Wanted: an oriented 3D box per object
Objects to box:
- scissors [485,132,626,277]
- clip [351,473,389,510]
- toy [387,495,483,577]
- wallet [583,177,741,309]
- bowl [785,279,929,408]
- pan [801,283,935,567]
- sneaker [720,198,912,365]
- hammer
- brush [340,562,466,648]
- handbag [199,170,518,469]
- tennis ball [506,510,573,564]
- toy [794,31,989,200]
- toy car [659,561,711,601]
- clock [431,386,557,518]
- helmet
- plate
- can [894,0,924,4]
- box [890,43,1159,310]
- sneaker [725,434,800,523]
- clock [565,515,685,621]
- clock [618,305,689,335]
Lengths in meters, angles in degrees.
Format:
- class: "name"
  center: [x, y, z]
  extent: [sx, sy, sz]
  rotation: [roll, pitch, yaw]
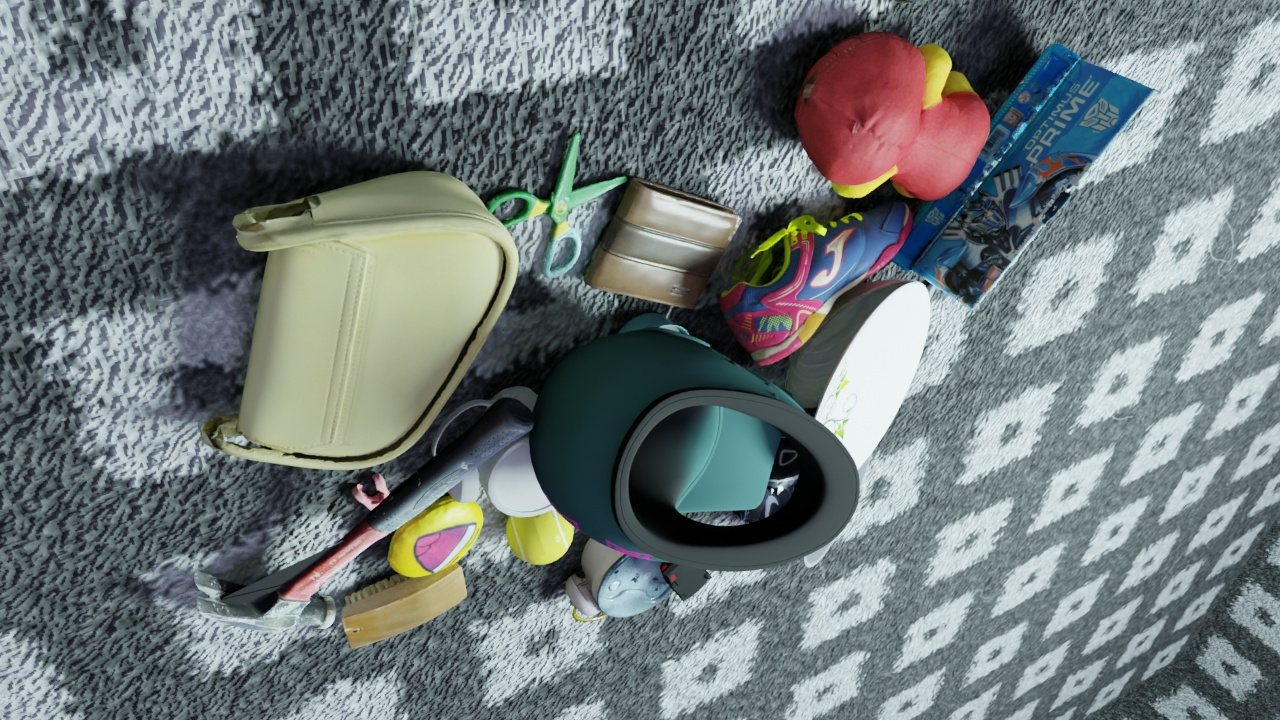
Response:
- class: "scissors"
  center: [-0.065, -0.116, 0.722]
  extent: [0.125, 0.011, 0.130]
  rotation: [-24, 137, -17]
- class: "clip"
  center: [-0.230, 0.124, 0.795]
  extent: [0.044, 0.023, 0.060]
  rotation: [-14, 130, -22]
- class: "toy"
  center: [-0.186, 0.159, 0.834]
  extent: [0.095, 0.041, 0.094]
  rotation: [-49, 152, 9]
- class: "wallet"
  center: [0.021, -0.097, 0.785]
  extent: [0.121, 0.027, 0.099]
  rotation: [9, 117, -39]
- class: "bowl"
  center: [0.208, -0.032, 0.946]
  extent: [0.176, 0.057, 0.177]
  rotation: [-23, 146, -17]
- class: "pan"
  center: [0.254, 0.072, 1.066]
  extent: [0.200, 0.051, 0.357]
  rotation: [6, 105, -63]
- class: "sneaker"
  center: [0.165, -0.098, 0.846]
  extent: [0.241, 0.116, 0.091]
  rotation: [-42, 98, -30]
- class: "hammer"
  center: [-0.215, 0.128, 0.730]
  extent: [0.327, 0.036, 0.140]
  rotation: [-37, 146, 21]
- class: "brush"
  center: [-0.225, 0.226, 0.869]
  extent: [0.117, 0.039, 0.049]
  rotation: [-19, 133, -21]
- class: "handbag"
  center: [-0.200, -0.026, 0.653]
  extent: [0.190, 0.088, 0.233]
  rotation: [5, 124, -32]
- class: "tennis ball"
  center: [-0.098, 0.165, 0.891]
  extent: [0.065, 0.065, 0.065]
  rotation: [-20, 134, -22]
- class: "toy"
  center: [0.219, -0.206, 0.797]
  extent: [0.215, 0.099, 0.148]
  rotation: [2, 115, -43]
- class: "toy car"
  center: [0.046, 0.226, 0.982]
  extent: [0.042, 0.036, 0.092]
  rotation: [-40, 148, -8]
- class: "clock"
  center: [-0.115, 0.079, 0.818]
  extent: [0.159, 0.061, 0.120]
  rotation: [30, 103, -41]
- class: "helmet"
  center: [0.040, 0.071, 0.757]
  extent: [0.274, 0.200, 0.176]
  rotation: [13, 97, -26]
- class: "plate"
  center: [0.216, 0.025, 0.910]
  extent: [0.228, 0.030, 0.230]
  rotation: [-36, 141, -36]
- class: "can"
  center: [0.239, -0.333, 0.733]
  extent: [0.099, 0.054, 0.059]
  rotation: [-28, 137, -14]
- class: "box"
  center: [0.335, -0.180, 0.868]
  extent: [0.070, 0.170, 0.244]
  rotation: [32, 104, -17]
- class: "sneaker"
  center: [0.094, 0.132, 0.941]
  extent: [0.252, 0.151, 0.097]
  rotation: [-14, 132, -26]
- class: "clock"
  center: [-0.017, 0.235, 1.013]
  extent: [0.116, 0.059, 0.158]
  rotation: [15, 114, -42]
- class: "clock"
  center: [-0.005, 0.005, 0.843]
  extent: [0.123, 0.042, 0.087]
  rotation: [-38, 138, -6]
